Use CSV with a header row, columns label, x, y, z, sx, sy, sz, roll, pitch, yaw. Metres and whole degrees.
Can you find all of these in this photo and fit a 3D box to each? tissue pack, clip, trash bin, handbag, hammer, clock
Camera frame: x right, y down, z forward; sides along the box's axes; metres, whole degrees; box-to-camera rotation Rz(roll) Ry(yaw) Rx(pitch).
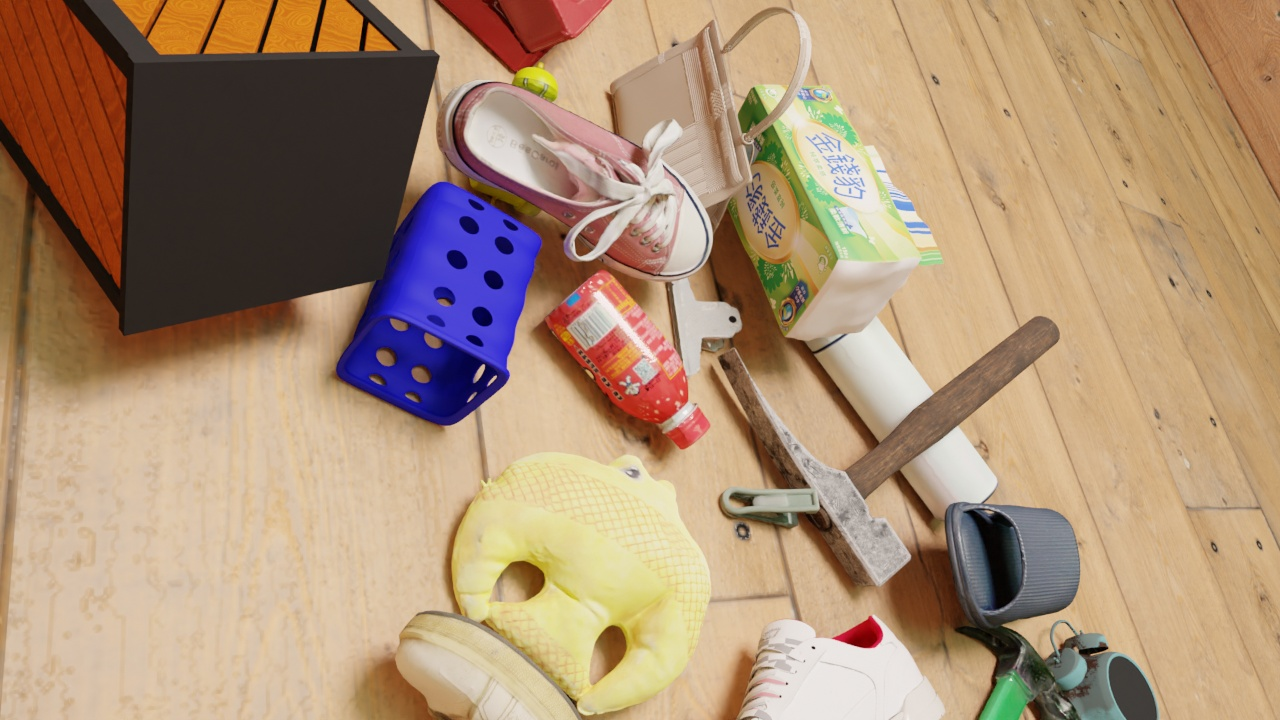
label,x,y,z,sx,sy,sz,roll,pitch,yaw
tissue pack,0.165,-0.126,0.756,0.141,0.121,0.197,-6,66,-23
clip,0.053,-0.031,0.748,0.054,0.044,0.101,5,62,-23
trash bin,-0.224,-0.135,0.464,0.139,0.140,0.172,-21,58,-45
handbag,0.060,-0.202,0.737,0.062,0.199,0.175,12,58,-35
hammer,0.231,0.016,0.779,0.300,0.037,0.217,-34,89,-21
clock,0.419,0.296,0.840,0.089,0.053,0.124,-17,74,-45
clip,0.095,0.110,0.701,0.075,0.061,0.023,8,57,-18
hammer,0.250,0.320,0.702,0.317,0.032,0.130,-32,88,-45
clock,-0.086,-0.164,0.678,0.057,0.083,0.118,18,57,-23

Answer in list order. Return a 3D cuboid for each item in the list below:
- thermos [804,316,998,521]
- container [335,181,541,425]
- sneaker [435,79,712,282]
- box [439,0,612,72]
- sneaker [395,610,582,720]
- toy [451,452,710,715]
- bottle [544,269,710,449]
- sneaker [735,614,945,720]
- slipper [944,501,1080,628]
label,x,y,z,sx,sy,sz,roll,pitch,yaw
thermos,0.228,0.036,0.829,0.230,0.068,0.067,52,44,0
container,-0.122,-0.036,0.568,0.084,0.085,0.113,30,48,-24
sneaker,-0.019,-0.115,0.616,0.240,0.088,0.118,21,87,-44
box,-0.077,-0.338,0.761,0.137,0.127,0.156,44,45,-17
sneaker,-0.061,0.241,0.461,0.102,0.089,0.241,-41,98,-38
toy,-0.029,0.123,0.568,0.170,0.065,0.154,39,58,-6
bottle,-0.004,0.004,0.659,0.137,0.062,0.061,51,44,-4
sneaker,0.098,0.227,0.596,0.236,0.091,0.104,-10,63,-41
slipper,0.332,0.173,0.777,0.263,0.083,0.101,19,64,-51
